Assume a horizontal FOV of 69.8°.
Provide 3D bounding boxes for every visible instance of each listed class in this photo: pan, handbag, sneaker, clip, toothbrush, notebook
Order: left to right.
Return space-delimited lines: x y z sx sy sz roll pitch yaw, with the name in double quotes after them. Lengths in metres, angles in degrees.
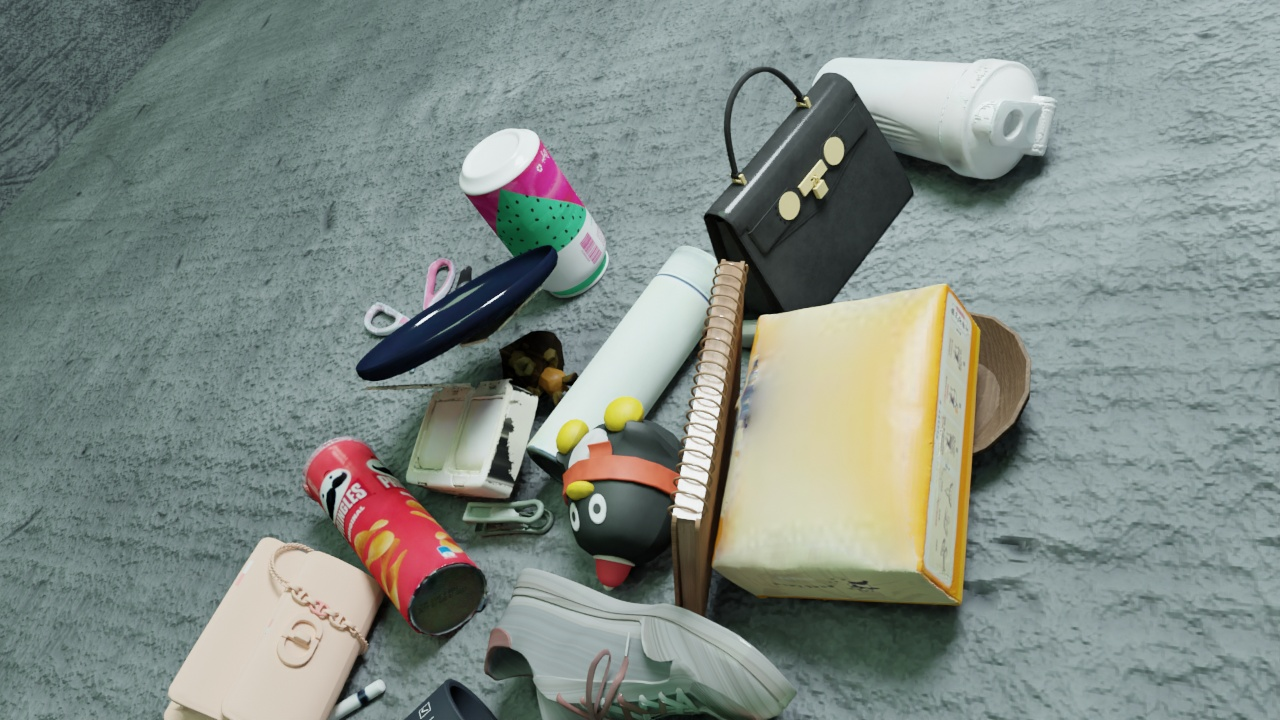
-0.304 0.256 0.777 0.188 0.116 0.198 -57 12 43 "handbag"
-0.284 0.305 0.738 0.187 0.012 0.017 -32 38 5 "toothbrush"
-0.168 -0.059 0.870 0.199 0.021 0.356 -31 17 0 "pan"
-0.109 0.132 0.768 0.076 0.047 0.023 -8 50 25 "clip"
-0.014 0.204 0.586 0.237 0.099 0.089 2 52 44 "sneaker"
0.049 0.055 0.627 0.022 0.169 0.209 6 53 10 "notebook"
0.120 -0.151 0.744 0.072 0.196 0.175 23 67 45 "handbag"
0.129 -0.027 0.715 0.186 0.022 0.024 -5 87 56 "toothbrush"

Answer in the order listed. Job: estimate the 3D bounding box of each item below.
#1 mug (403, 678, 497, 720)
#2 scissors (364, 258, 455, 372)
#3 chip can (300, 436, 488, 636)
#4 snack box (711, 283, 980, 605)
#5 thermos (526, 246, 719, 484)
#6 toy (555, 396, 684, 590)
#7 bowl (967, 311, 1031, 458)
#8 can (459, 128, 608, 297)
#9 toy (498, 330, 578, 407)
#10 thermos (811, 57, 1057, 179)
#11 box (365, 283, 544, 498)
-0.126 0.282 0.617 0.077 0.071 0.105 -42 68 -7 "mug"
-0.265 -0.045 1.049 0.159 0.014 0.172 -18 48 18 "scissors"
-0.218 0.146 0.794 0.073 0.073 0.233 -47 43 -12 "chip can"
0.132 0.053 0.603 0.145 0.080 0.194 -9 55 39 "snack box"
-0.005 0.005 0.785 0.068 0.068 0.229 19 64 43 "thermos"
-0.012 0.102 0.677 0.098 0.099 0.119 -26 45 42 "toy"
0.215 0.023 0.635 0.118 0.030 0.117 -25 47 29 "bowl"
-0.102 -0.144 0.911 0.088 0.166 0.088 -19 44 19 "can"
-0.087 0.015 0.840 0.100 0.062 0.076 31 95 36 "toy"
0.251 -0.222 0.805 0.099 0.099 0.220 -45 38 -9 "thermos"
-0.165 0.014 0.801 0.144 0.101 0.194 -7 63 49 "box"
